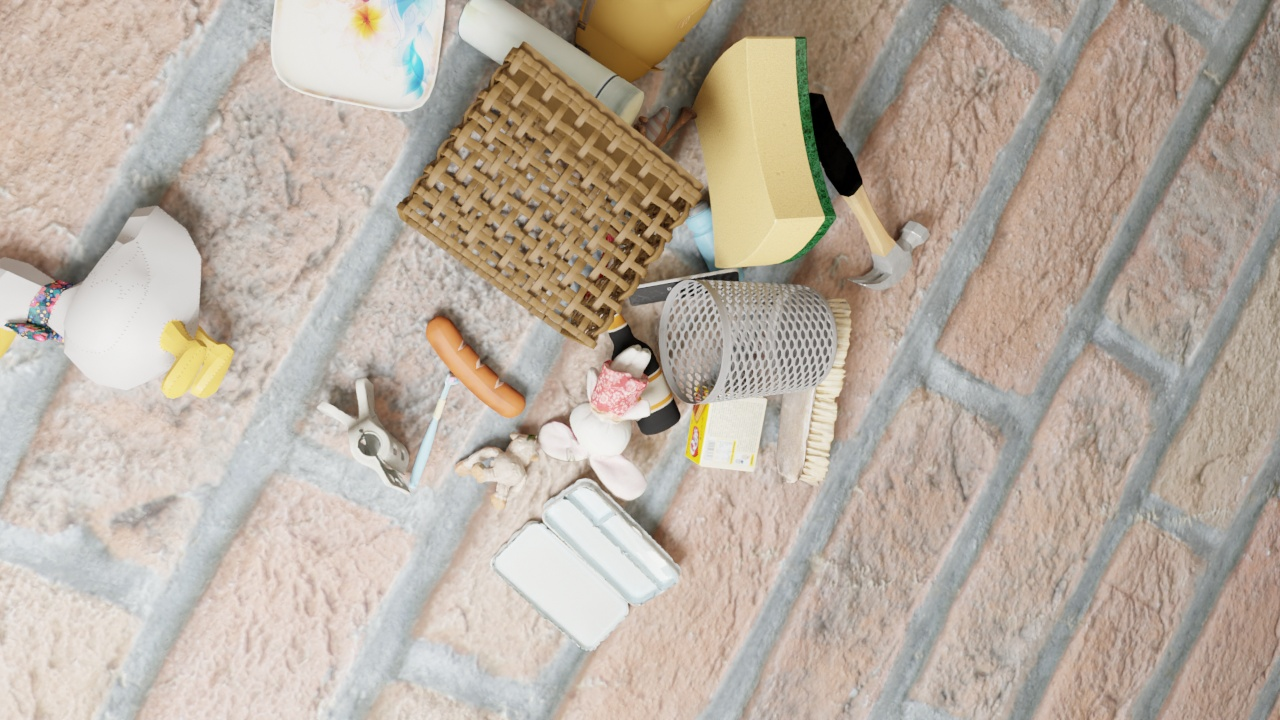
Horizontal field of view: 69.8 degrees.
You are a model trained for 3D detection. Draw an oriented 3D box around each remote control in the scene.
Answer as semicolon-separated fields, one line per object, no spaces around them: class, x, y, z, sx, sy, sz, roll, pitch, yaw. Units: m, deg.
remote control;0.056;-0.096;1.204;0.147;0.045;0.008;-10;65;2

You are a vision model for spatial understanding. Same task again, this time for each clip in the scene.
clip;-0.321;0.095;1.103;0.074;0.125;0.143;-30;79;-12

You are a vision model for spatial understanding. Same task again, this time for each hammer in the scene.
hammer;0.283;-0.218;1.209;0.131;0.039;0.328;-50;132;-8

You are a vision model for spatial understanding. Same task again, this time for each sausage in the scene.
sausage;-0.210;0.012;1.159;0.044;0.039;0.164;-45;108;-10

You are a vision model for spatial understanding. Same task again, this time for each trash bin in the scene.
trash bin;0.141;-0.027;1.191;0.183;0.157;0.156;-3;99;-28

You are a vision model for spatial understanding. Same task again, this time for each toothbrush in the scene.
toothbrush;-0.264;0.090;1.167;0.022;0.016;0.155;18;93;-56

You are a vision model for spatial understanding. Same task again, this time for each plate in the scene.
plate;-0.329;-0.394;1.075;0.186;0.016;0.187;7;96;-18

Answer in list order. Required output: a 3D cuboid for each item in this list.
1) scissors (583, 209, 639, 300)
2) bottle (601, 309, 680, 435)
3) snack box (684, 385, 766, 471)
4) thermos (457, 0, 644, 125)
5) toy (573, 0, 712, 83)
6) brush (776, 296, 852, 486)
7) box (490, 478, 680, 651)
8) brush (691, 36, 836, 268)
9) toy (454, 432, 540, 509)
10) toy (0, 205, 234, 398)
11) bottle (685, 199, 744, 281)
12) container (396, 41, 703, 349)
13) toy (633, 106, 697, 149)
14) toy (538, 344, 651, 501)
scissors;-0.029;-0.160;1.202;0.146;0.015;0.188;-14;100;-14
bottle;-0.007;0.007;1.209;0.059;0.059;0.182;-27;105;-12
snack box;0.116;0.092;1.258;0.083;0.061;0.106;8;96;-17
thermos;-0.105;-0.348;1.079;0.230;0.068;0.068;35;87;5
toy;0.005;-0.424;1.110;0.162;0.198;0.203;24;106;-46
brush;0.239;0.042;1.277;0.056;0.083;0.271;5;96;-17
box;-0.072;0.278;1.242;0.193;0.061;0.210;-41;107;12
brush;0.143;-0.245;1.117;0.075;0.195;0.250;-6;83;-16
toy;-0.176;0.130;1.181;0.085;0.074;0.106;44;80;-5
toy;-0.580;-0.055;0.993;0.267;0.141;0.246;30;87;-1
bottle;0.095;-0.159;1.226;0.040;0.040;0.130;-31;106;-10
container;-0.110;-0.180;1.058;0.251;0.220;0.214;36;87;-14
toy;0.020;-0.296;1.183;0.055;0.041;0.102;42;89;-27
toy;-0.042;0.069;1.165;0.159;0.084;0.194;25;109;13
